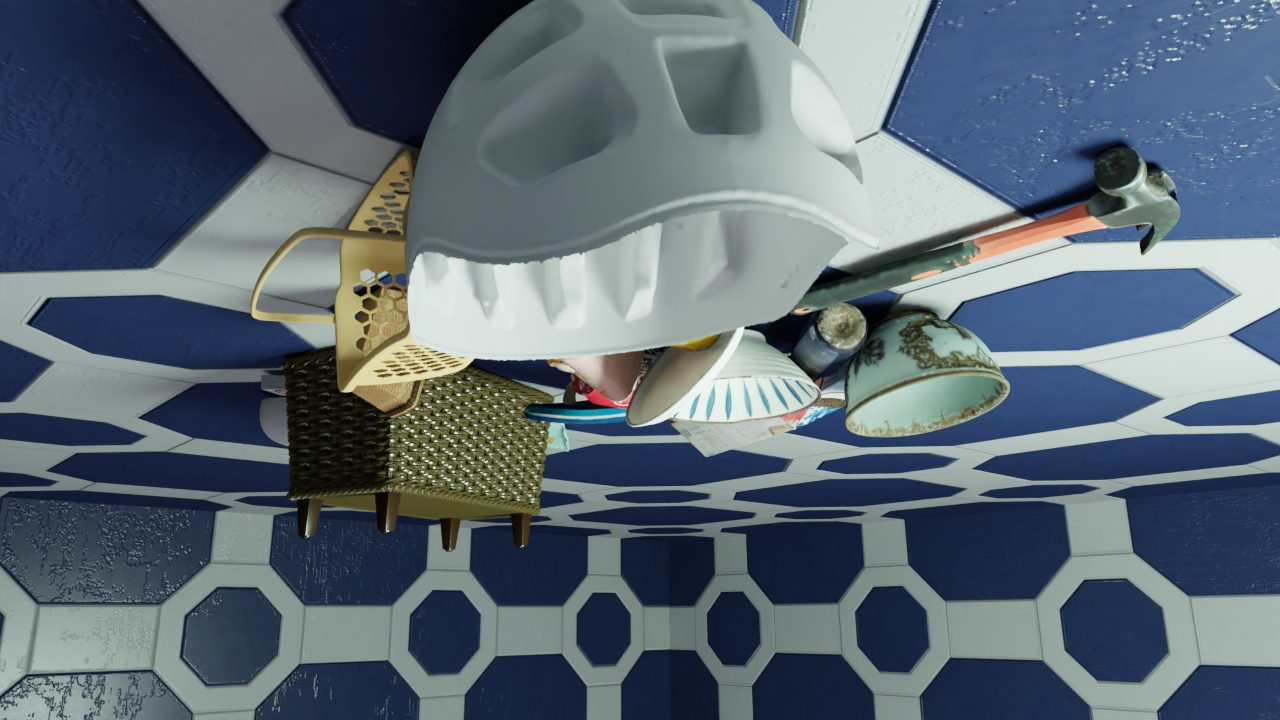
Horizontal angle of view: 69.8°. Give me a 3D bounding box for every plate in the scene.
[{"bbox_3d":[0.044,0.004,0.851,0.014,0.156,0.157,42,149,-14],"label":"plate"}]

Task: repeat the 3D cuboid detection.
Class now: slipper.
[{"bbox_3d":[-0.058,-0.019,0.864,0.082,0.093,0.197,5,167,21],"label":"slipper"},{"bbox_3d":[-0.039,0.043,1.116,0.118,0.060,0.294,-1,179,28],"label":"slipper"}]

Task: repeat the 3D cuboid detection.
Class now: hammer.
[{"bbox_3d":[0.251,-0.084,0.744,0.133,0.033,0.334,13,161,-42],"label":"hammer"}]

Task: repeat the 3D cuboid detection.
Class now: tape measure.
[{"bbox_3d":[-0.431,0.030,1.141,0.062,0.020,0.060,-1,170,4],"label":"tape measure"}]

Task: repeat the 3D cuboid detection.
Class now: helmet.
[{"bbox_3d":[-0.009,-0.068,0.486,0.224,0.183,0.283,-1,152,-11],"label":"helmet"}]

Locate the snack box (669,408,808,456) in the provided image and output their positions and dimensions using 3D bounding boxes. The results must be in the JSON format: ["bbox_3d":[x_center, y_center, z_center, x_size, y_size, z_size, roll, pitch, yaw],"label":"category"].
[{"bbox_3d":[0.117,0.067,1.156,0.076,0.044,0.273,42,159,-5],"label":"snack box"}]

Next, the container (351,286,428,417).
[{"bbox_3d":[-0.231,-0.013,0.850,0.061,0.113,0.063,25,153,-30],"label":"container"}]

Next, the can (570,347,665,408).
[{"bbox_3d":[-0.002,0.018,1.012,0.142,0.074,0.075,12,160,-38],"label":"can"}]

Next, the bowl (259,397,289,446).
[{"bbox_3d":[-0.437,0.086,1.226,0.132,0.064,0.132,0,173,0],"label":"bowl"}]

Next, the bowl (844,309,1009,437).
[{"bbox_3d":[0.275,0.006,0.921,0.160,0.093,0.160,-6,156,-3],"label":"bowl"}]

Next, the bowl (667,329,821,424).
[{"bbox_3d":[0.096,0.012,0.957,0.177,0.070,0.177,-2,162,-1],"label":"bowl"}]

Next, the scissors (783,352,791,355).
[{"bbox_3d":[0.120,-0.002,1.067,0.133,0.015,0.104,5,160,-35],"label":"scissors"}]

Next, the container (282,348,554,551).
[{"bbox_3d":[-0.264,0.120,1.128,0.177,0.204,0.320,-9,162,27],"label":"container"}]

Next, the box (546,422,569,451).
[{"bbox_3d":[-0.179,0.110,1.417,0.136,0.033,0.187,1,165,-3],"label":"box"}]

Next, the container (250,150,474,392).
[{"bbox_3d":[-0.177,-0.058,0.640,0.166,0.129,0.184,1,166,-31],"label":"container"}]

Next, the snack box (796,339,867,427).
[{"bbox_3d":[0.212,0.030,1.090,0.059,0.059,0.227,7,164,-13],"label":"snack box"}]

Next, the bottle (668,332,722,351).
[{"bbox_3d":[-0.023,-0.057,0.757,0.209,0.068,0.068,12,160,-37],"label":"bottle"}]

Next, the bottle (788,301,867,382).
[{"bbox_3d":[0.186,-0.013,0.941,0.056,0.056,0.161,0,164,-3],"label":"bottle"}]
